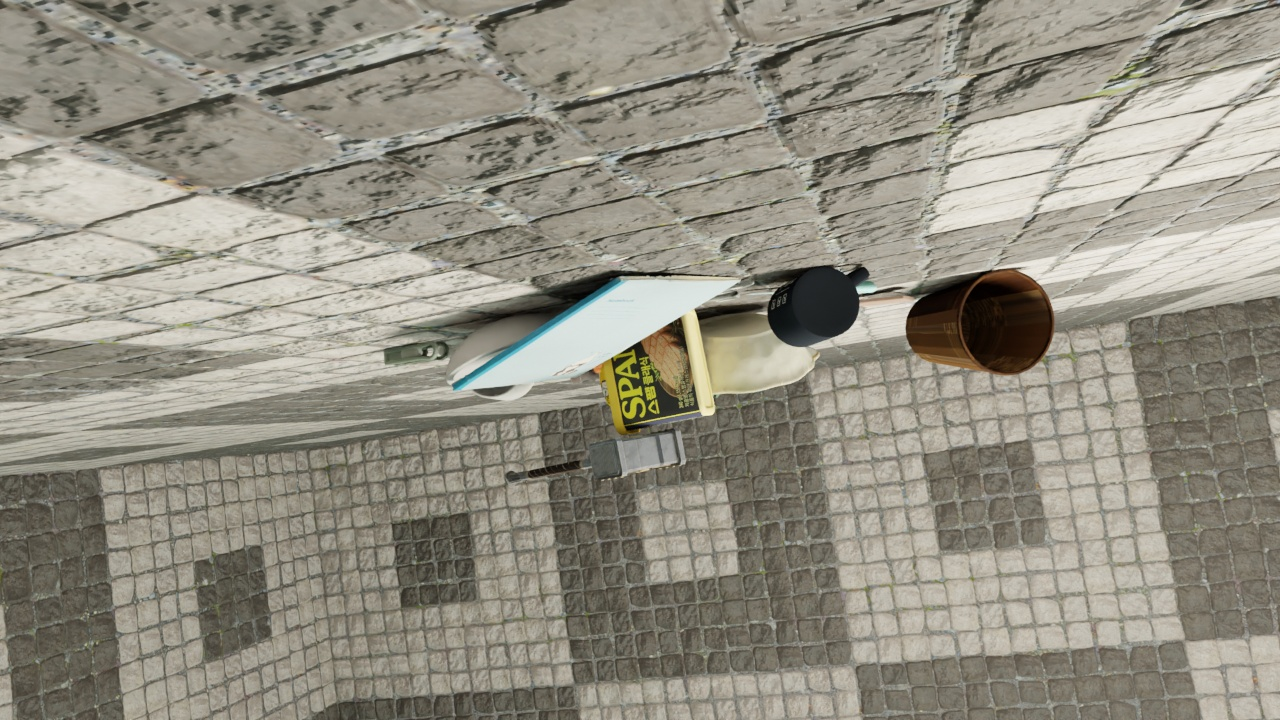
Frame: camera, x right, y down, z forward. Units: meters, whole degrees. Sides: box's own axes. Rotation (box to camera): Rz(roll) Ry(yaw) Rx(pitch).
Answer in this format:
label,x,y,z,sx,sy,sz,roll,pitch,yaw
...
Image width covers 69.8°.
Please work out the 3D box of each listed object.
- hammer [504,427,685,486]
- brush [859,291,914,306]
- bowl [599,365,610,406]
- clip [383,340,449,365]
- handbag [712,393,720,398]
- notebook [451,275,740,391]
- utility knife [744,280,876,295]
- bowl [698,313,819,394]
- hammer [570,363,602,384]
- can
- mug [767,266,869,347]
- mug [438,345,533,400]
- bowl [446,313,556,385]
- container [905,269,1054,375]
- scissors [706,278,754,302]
label,x,y,z,sx,sy,sz,roll,pitch,yaw
hammer,-0.085,0.131,1.134,0.098,0.044,0.323,-6,172,-39
brush,0.288,-0.079,1.208,0.136,0.015,0.049,-5,177,33
bowl,-0.008,0.007,1.281,0.117,0.067,0.117,-25,-167,6
clip,-0.255,-0.008,1.044,0.076,0.023,0.042,-8,177,23
handbag,0.060,0.035,1.346,0.122,0.067,0.105,-13,-161,47
notebook,-0.046,-0.025,0.909,0.254,0.009,0.180,-29,164,39
utility knife,0.193,-0.080,1.029,0.165,0.015,0.022,-3,175,-19
bowl,0.119,-0.017,1.146,0.219,0.060,0.188,-14,-162,-19
hammer,-0.055,0.003,1.456,0.138,0.035,0.314,-8,175,-1
can,0.019,0.010,1.057,0.104,0.135,0.075,-12,175,15
mug,0.189,-0.063,0.942,0.105,0.071,0.077,-35,-179,-12
mug,-0.183,0.004,1.078,0.110,0.073,0.090,17,177,4
bowl,-0.133,-0.017,0.952,0.149,0.043,0.150,-18,169,-4
container,0.439,-0.046,1.220,0.132,0.132,0.167,-7,-179,-11
scissors,0.049,-0.063,0.963,0.141,0.014,0.158,-10,176,-22
